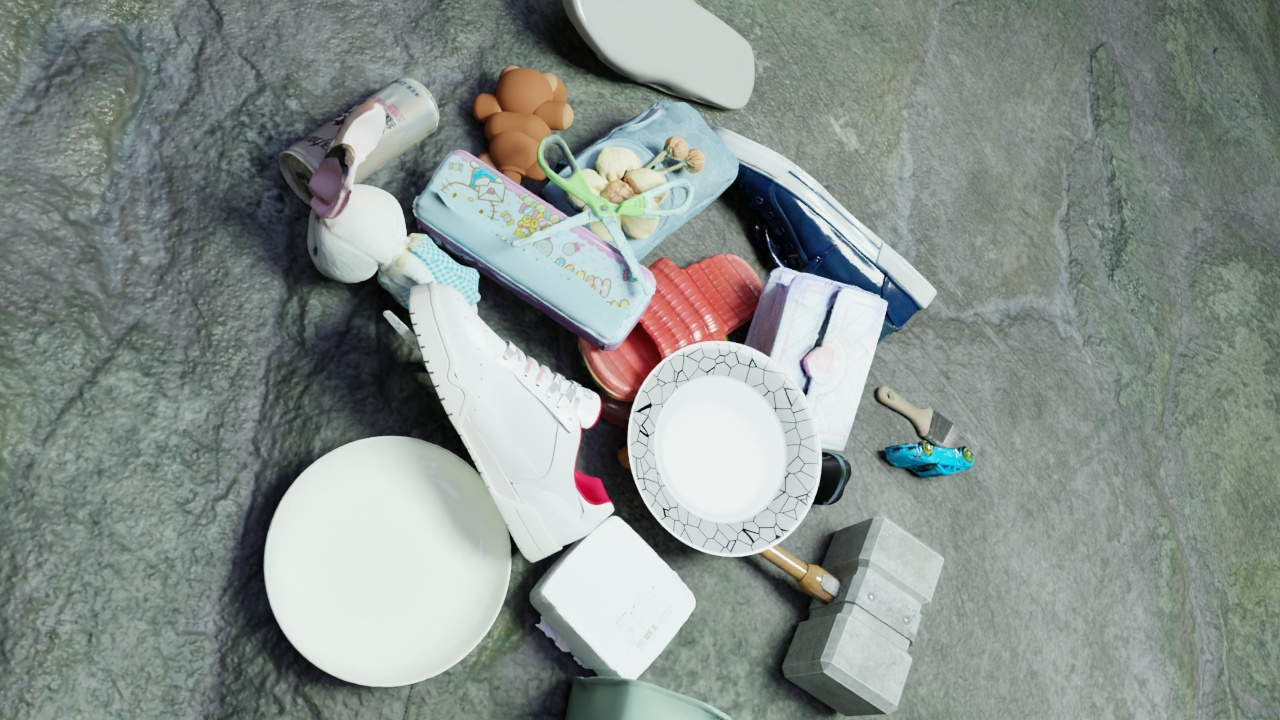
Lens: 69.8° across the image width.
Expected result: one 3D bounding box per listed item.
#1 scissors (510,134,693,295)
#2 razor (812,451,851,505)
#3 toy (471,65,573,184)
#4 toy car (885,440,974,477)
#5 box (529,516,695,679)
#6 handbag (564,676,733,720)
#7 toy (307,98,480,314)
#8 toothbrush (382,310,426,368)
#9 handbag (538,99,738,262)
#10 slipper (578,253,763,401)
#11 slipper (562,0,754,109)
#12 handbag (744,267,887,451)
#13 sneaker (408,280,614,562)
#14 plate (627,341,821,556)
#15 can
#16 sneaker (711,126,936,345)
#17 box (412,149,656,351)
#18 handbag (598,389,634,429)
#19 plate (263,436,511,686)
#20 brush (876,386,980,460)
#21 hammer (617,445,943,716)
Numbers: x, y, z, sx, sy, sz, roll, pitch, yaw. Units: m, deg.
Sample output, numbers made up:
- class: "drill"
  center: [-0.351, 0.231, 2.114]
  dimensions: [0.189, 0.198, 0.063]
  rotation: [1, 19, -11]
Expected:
- class: "scissors"
  center: [-0.031, -0.125, 0.766]
  dimensions: [0.172, 0.021, 0.171]
  rotation: [-23, 75, -26]
- class: "razor"
  center: [0.134, 0.099, 0.886]
  dimensions: [0.140, 0.063, 0.053]
  rotation: [18, 100, -12]
- class: "toy"
  center: [-0.110, -0.209, 0.846]
  dimensions: [0.095, 0.065, 0.127]
  rotation: [7, 80, 6]
- class: "toy car"
  center: [0.309, 0.107, 0.980]
  dimensions: [0.105, 0.048, 0.032]
  rotation: [11, 72, -28]
- class: "box"
  center: [-0.031, 0.204, 0.763]
  dimensions: [0.107, 0.091, 0.102]
  rotation: [45, 61, 1]
- class: "handbag"
  center: [0.003, 0.288, 0.700]
  dimensions: [0.106, 0.122, 0.067]
  rotation: [24, 63, -21]
- class: "toy"
  center: [-0.201, -0.088, 0.733]
  dimensions: [0.130, 0.106, 0.205]
  rotation: [-93, 157, -51]
- class: "toothbrush"
  center: [-0.168, -0.011, 0.679]
  dimensions: [0.010, 0.182, 0.010]
  rotation: [-16, 81, -6]
- class: "handbag"
  center: [0.007, -0.170, 0.861]
  dimensions: [0.191, 0.119, 0.122]
  rotation: [-38, 92, -26]
- class: "slipper"
  center: [0.040, -0.048, 0.859]
  dimensions: [0.248, 0.059, 0.103]
  rotation: [-34, 82, -40]
- class: "slipper"
  center: [0.009, -0.335, 0.953]
  dimensions: [0.265, 0.081, 0.113]
  rotation: [13, 88, -41]
- class: "handbag"
  center: [0.168, 0.000, 0.885]
  dimensions: [0.126, 0.069, 0.158]
  rotation: [16, 94, -21]
- class: "sneaker"
  center: [-0.088, 0.035, 0.709]
  dimensions: [0.104, 0.090, 0.236]
  rotation: [-25, 105, -4]
- class: "plate"
  center: [0.074, 0.077, 0.809]
  dimensions: [0.188, 0.016, 0.188]
  rotation: [5, 75, -21]
- class: "can"
  center: [-0.232, -0.184, 0.768]
  dimensions: [0.054, 0.054, 0.135]
  rotation: [48, 57, -7]
- class: "sneaker"
  center: [0.163, -0.119, 0.961]
  dimensions: [0.294, 0.120, 0.127]
  rotation: [41, 98, -7]
- class: "box"
  center: [-0.092, -0.092, 0.784]
  dimensions: [0.214, 0.065, 0.078]
  rotation: [33, 72, 4]
- class: "handbag"
  center: [-0.005, 0.005, 0.853]
  dimensions: [0.055, 0.029, 0.119]
  rotation: [25, 57, -18]
- class: "plate"
  center: [-0.189, 0.149, 0.691]
  dimensions: [0.182, 0.034, 0.182]
  rotation: [10, 69, -27]
- class: "brush"
  center: [0.320, 0.070, 1.019]
  dimensions: [0.151, 0.012, 0.038]
  rotation: [33, 61, -16]
- class: "hammer"
  center: [0.111, 0.170, 0.838]
  dimensions: [0.317, 0.083, 0.162]
  rotation: [34, 60, -7]
